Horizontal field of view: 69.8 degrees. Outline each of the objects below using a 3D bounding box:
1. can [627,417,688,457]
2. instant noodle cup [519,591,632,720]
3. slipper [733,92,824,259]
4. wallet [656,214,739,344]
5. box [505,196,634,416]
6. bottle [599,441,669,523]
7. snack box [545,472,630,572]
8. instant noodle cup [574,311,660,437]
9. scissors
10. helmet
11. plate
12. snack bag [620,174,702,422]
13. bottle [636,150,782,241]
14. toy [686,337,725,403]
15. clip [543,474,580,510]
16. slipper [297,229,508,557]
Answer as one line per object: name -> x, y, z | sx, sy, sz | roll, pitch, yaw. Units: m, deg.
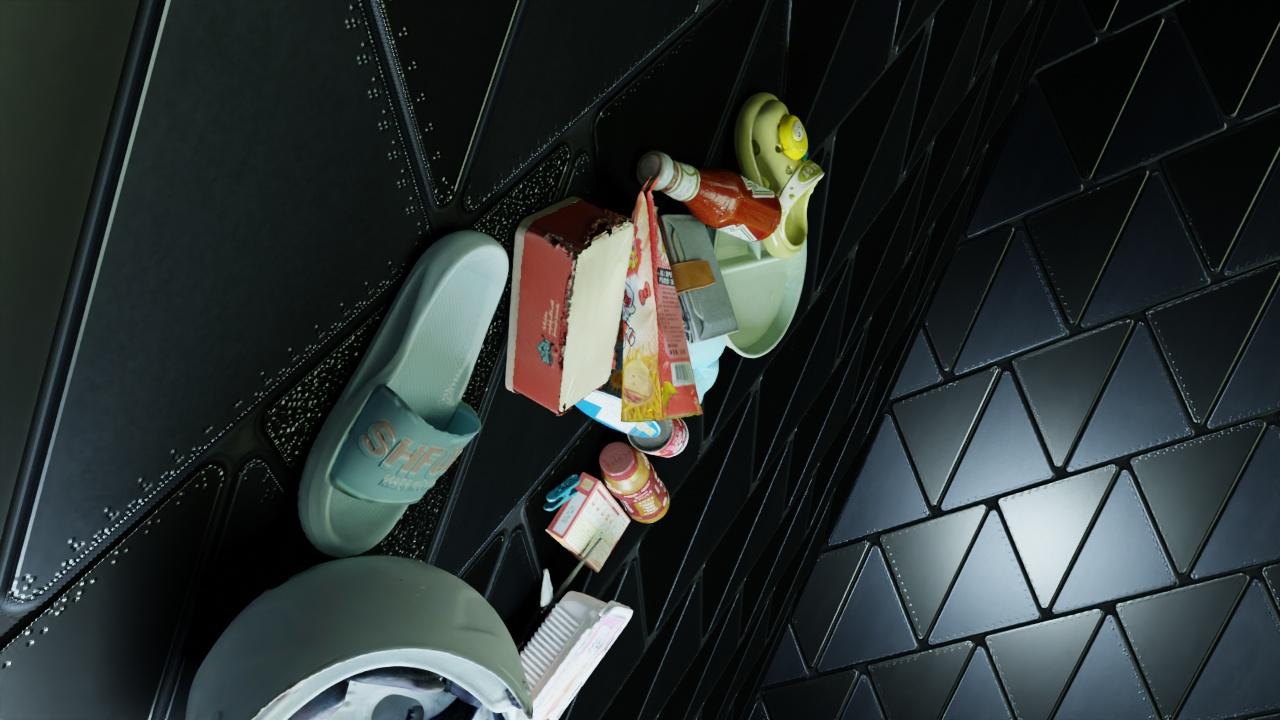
can -> 0.022, 0.084, 1.068 | 0.053, 0.053, 0.132 | -63, 166, -2
instant noodle cup -> -0.090, 0.330, 1.024 | 0.173, 0.060, 0.138 | -54, 161, -9
slipper -> 0.165, -0.203, 1.009 | 0.091, 0.082, 0.191 | -47, 129, -44
wallet -> 0.058, -0.084, 0.921 | 0.106, 0.037, 0.129 | -17, 89, -63
box -> -0.053, -0.042, 0.769 | 0.091, 0.078, 0.169 | -37, 145, -47
bottle -> -0.008, 0.142, 1.078 | 0.057, 0.057, 0.175 | -58, 156, -15
snack box -> -0.057, 0.191, 1.064 | 0.077, 0.027, 0.156 | -57, 156, -16
instant noodle cup -> -0.005, 0.005, 0.909 | 0.109, 0.099, 0.099 | -65, 158, -19
scissors -> -0.117, 0.293, 1.023 | 0.220, 0.022, 0.231 | -45, 158, -30
helmet -> -0.194, 0.226, 0.626 | 0.228, 0.145, 0.259 | -1, 136, -20
plate -> 0.135, -0.118, 1.081 | 0.229, 0.027, 0.230 | -17, 112, -52
snack bag -> 0.012, -0.049, 0.812 | 0.128, 0.073, 0.208 | 65, 21, -87
bottle -> 0.069, -0.164, 0.905 | 0.205, 0.060, 0.060 | 9, 106, -53
toy -> 0.074, -0.018, 1.098 | 0.161, 0.050, 0.156 | -50, 150, -27
clip -> -0.083, 0.141, 0.975 | 0.056, 0.014, 0.046 | -34, 144, -52
slipper -> -0.149, 0.027, 0.641 | 0.245, 0.074, 0.104 | -65, 158, -2
